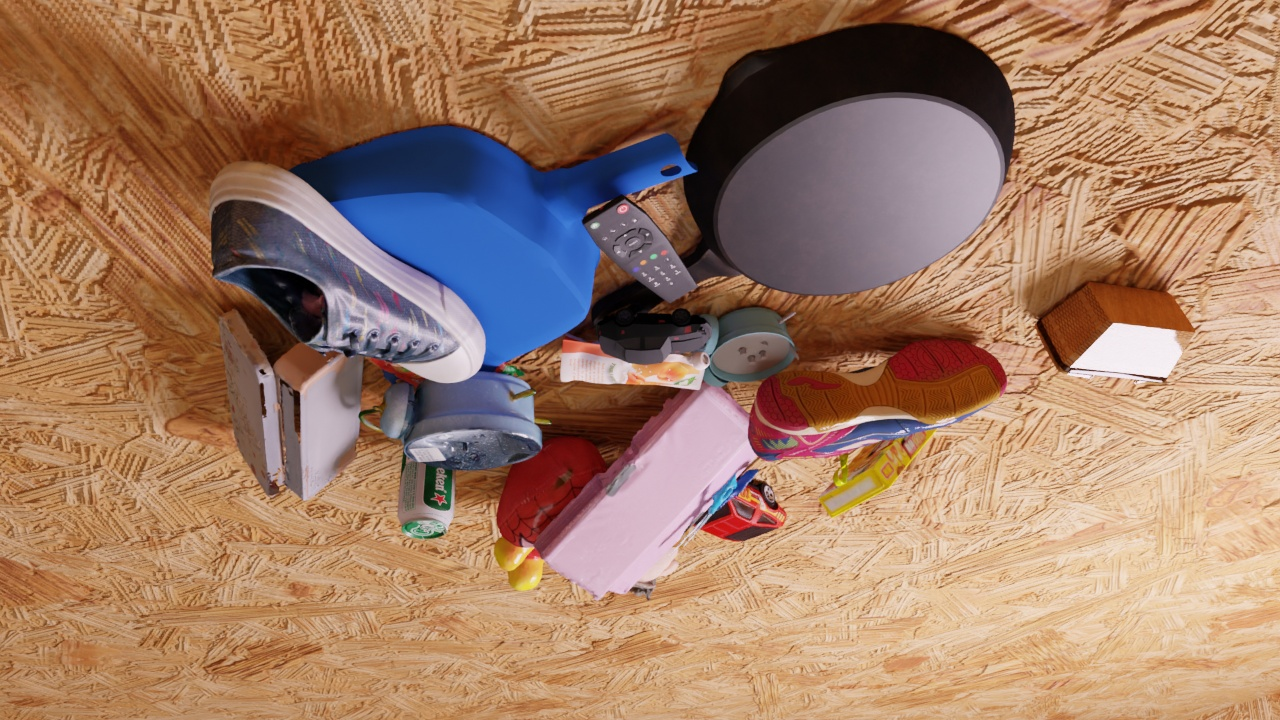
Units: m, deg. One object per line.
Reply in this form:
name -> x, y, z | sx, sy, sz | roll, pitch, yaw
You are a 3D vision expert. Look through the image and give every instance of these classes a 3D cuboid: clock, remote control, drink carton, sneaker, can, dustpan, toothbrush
clock -> -0.161, 0.055, 0.791 | 0.162, 0.060, 0.118 | -3, 159, 0
remote control -> 0.003, -0.074, 0.629 | 0.039, 0.010, 0.124 | -30, 148, 14
drink carton -> -0.005, 0.004, 0.784 | 0.122, 0.038, 0.069 | 7, 155, 1
sneaker -> -0.195, -0.032, 0.618 | 0.088, 0.079, 0.235 | -12, 147, 26
sneaker -> 0.210, 0.039, 0.829 | 0.241, 0.116, 0.091 | -9, 139, -12
can -> -0.208, 0.119, 0.896 | 0.053, 0.101, 0.053 | -3, 146, -2
dustpan -> -0.080, -0.089, 0.640 | 0.258, 0.059, 0.245 | -13, 147, 29
clock -> 0.075, -0.008, 0.793 | 0.123, 0.042, 0.087 | -11, 146, 8
toothbrush -> -0.214, 0.024, 0.830 | 0.021, 0.016, 0.132 | -9, 147, -1

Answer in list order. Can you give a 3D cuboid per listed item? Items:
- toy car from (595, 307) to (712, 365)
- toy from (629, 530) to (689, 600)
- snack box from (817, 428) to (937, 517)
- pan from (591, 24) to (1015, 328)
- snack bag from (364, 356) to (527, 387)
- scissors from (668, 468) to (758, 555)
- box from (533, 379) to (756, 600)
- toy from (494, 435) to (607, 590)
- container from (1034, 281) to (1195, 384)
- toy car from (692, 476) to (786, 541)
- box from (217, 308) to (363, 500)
toy car -> 0.011, -0.017, 0.729 | 0.092, 0.036, 0.042 | 0, 155, 4
toy -> -0.005, 0.216, 1.091 | 0.132, 0.076, 0.176 | 31, 137, -22
snack box -> 0.237, 0.095, 0.897 | 0.151, 0.025, 0.075 | -32, 173, -47
pan -> 0.097, -0.093, 0.666 | 0.357, 0.043, 0.248 | -29, 139, 32
snack bag -> -0.160, 0.007, 0.800 | 0.087, 0.044, 0.155 | -22, 149, 23
scissors -> 0.080, 0.154, 0.949 | 0.109, 0.015, 0.133 | -25, 152, -51
box -> 0.028, 0.137, 0.895 | 0.233, 0.059, 0.179 | -48, 137, 2
toy -> -0.093, 0.157, 0.959 | 0.147, 0.099, 0.217 | -34, 159, -26
container -> 0.413, -0.025, 0.792 | 0.114, 0.063, 0.061 | 6, 138, -15
toy car -> 0.084, 0.158, 1.033 | 0.082, 0.056, 0.189 | -29, 136, 31
box -> -0.298, 0.041, 0.808 | 0.107, 0.094, 0.217 | -16, 152, -28
